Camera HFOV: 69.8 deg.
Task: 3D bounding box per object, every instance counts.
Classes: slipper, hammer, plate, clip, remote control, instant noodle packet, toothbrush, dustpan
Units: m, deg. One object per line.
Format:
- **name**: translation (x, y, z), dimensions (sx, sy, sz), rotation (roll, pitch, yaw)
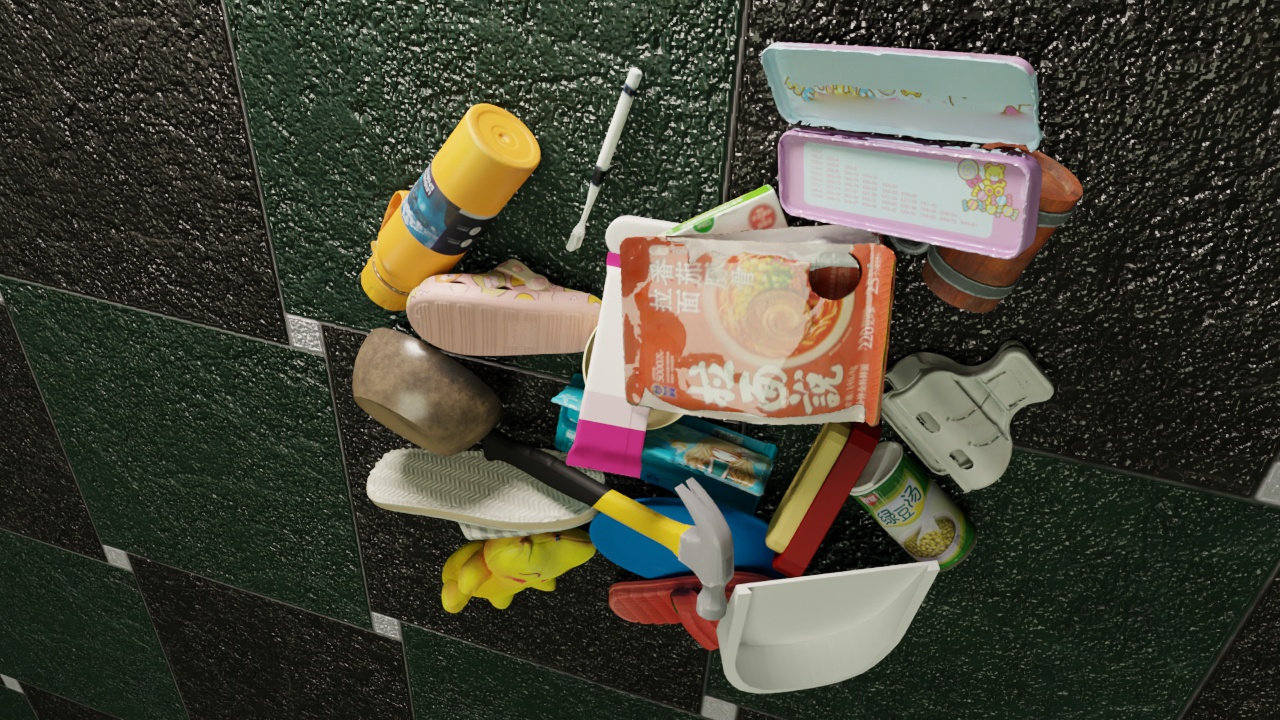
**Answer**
- **slipper**: translation (0.069, 0.293, 1.052), dimensions (0.249, 0.059, 0.103), rotation (-11, 134, 32)
- **slipper**: translation (-0.173, 0.145, 1.026), dimensions (0.273, 0.114, 0.054), rotation (3, 130, 9)
- **hammer**: translation (-0.043, 0.136, 0.924), dimensions (0.324, 0.029, 0.127), rotation (22, 121, 33)
- **plate**: translation (0.057, 0.194, 0.995), dimensions (0.224, 0.024, 0.225), rotation (8, 146, 5)
- **clip**: translation (0.285, 0.049, 0.806), dimensions (0.126, 0.105, 0.152), rotation (45, 137, -14)
- **remote control**: translation (0.034, -0.104, 0.842), dimensions (0.136, 0.013, 0.043), rotation (12, 126, 14)
- **instant noodle packet**: translation (0.094, -0.032, 0.784), dimensions (0.221, 0.083, 0.165), rotation (1, 118, 5)
- **slipper**: translation (-0.128, -0.055, 0.904), dimensions (0.197, 0.081, 0.093), rotation (5, 142, -10)
- **toothbrush**: translation (-0.034, -0.174, 0.820), dimensions (0.012, 0.017, 0.187), rotation (25, 128, 0)
- **dustpan**: translation (0.179, 0.284, 0.941), dimensions (0.191, 0.053, 0.258), rotation (-5, 149, -7)

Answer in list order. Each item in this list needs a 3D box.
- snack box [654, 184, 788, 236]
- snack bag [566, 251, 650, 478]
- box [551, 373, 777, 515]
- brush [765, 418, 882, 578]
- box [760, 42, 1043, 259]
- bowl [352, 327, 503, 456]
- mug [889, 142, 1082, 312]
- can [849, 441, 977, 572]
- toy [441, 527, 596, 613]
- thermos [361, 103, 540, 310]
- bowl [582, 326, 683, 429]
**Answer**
- **snack box**: translation (0.086, -0.053, 0.818), dimensions (0.132, 0.027, 0.168), rotation (-24, 113, 7)
- **snack bag**: translation (-0.015, 0.004, 0.834), dimensions (0.070, 0.016, 0.196), rotation (11, 88, -13)
- **box**: translation (0.022, 0.080, 0.929), dimensions (0.227, 0.086, 0.168), rotation (20, 162, 8)
- **brush**: translation (0.168, 0.121, 0.868), dimensions (0.042, 0.082, 0.173), rotation (28, 103, 5)
- **box**: translation (0.186, -0.160, 0.674), dimensions (0.214, 0.040, 0.151), rotation (21, 141, 41)
- **bowl**: translation (-0.230, 0.040, 0.962), dimensions (0.162, 0.070, 0.162), rotation (26, 160, 10)
- **mug**: translation (0.260, -0.110, 0.715), dimensions (0.117, 0.081, 0.111), rotation (36, 134, 18)
- **can**: translation (0.260, 0.140, 0.882), dimensions (0.121, 0.067, 0.067), rotation (45, 126, -11)
- **toy**: translation (-0.149, 0.236, 1.099), dimensions (0.134, 0.087, 0.194), rotation (10, 146, -40)
- **thermos**: translation (-0.189, -0.141, 0.875), dimensions (0.076, 0.091, 0.233), rotation (23, 134, -31)
- **bowl**: translation (-0.005, 0.005, 0.886), dimensions (0.118, 0.118, 0.074), rotation (46, 170, -12)
